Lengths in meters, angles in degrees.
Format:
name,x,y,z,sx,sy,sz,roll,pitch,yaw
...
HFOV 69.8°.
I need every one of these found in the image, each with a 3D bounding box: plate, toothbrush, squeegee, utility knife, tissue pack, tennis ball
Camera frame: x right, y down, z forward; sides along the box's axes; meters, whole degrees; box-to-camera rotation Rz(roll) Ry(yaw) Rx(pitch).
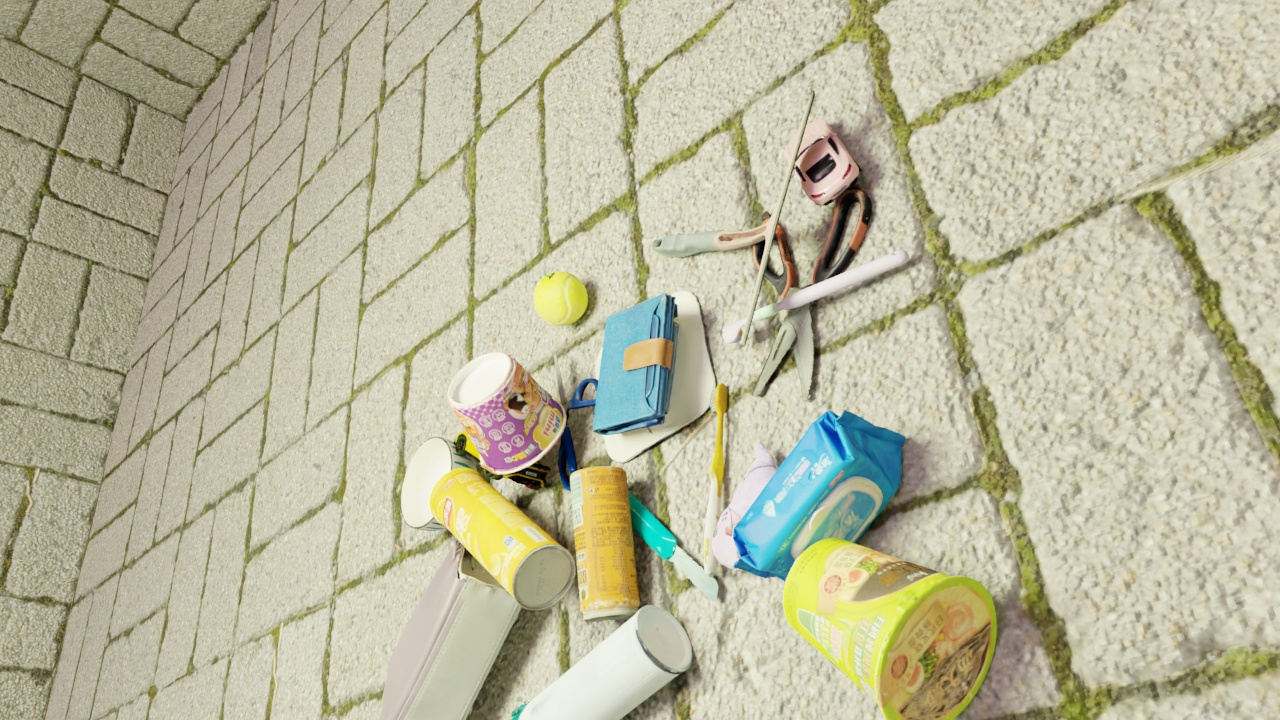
name,x,y,z,sx,sy,sz,roll,pitch,yaw
plate,0.002,0.012,0.979,0.165,0.034,0.163,-34,49,31
toothbrush,0.069,0.110,0.866,0.018,0.016,0.191,-29,48,51
squeegee,0.083,-0.126,0.939,0.250,0.040,0.247,2,74,62
utility knife,0.013,0.171,0.905,0.223,0.013,0.029,36,99,52
tissue pack,0.144,0.113,0.726,0.157,0.095,0.052,-55,42,10
tennis ball,-0.096,-0.074,1.105,0.066,0.065,0.065,-24,55,39
toothbrush,0.156,-0.057,0.833,0.190,0.021,0.029,-24,27,34

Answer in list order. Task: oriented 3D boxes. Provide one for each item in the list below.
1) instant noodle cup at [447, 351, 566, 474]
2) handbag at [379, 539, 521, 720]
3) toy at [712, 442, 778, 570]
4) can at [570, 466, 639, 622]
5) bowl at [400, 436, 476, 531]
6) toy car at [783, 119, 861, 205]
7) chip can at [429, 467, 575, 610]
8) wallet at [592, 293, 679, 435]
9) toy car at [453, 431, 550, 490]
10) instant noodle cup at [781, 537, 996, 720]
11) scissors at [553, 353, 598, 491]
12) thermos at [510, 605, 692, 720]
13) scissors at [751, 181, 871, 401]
name,x,y,z,sx,sy,sz,roll,pitch,yaw
instant noodle cup,-0.151,0.052,1.005,0.112,0.099,0.111,-18,39,15
handbag,-0.207,0.306,1.016,0.197,0.098,0.145,-63,23,5
toy,0.101,0.137,0.803,0.108,0.039,0.084,-59,35,8
can,-0.036,0.180,0.906,0.058,0.058,0.145,-24,64,39
bowl,-0.243,0.159,1.151,0.117,0.066,0.116,-24,56,40
toy car,0.170,-0.193,0.879,0.056,0.037,0.122,-38,36,19
chip can,-0.150,0.182,0.969,0.213,0.072,0.072,24,90,52
wallet,-0.006,0.005,0.936,0.107,0.040,0.133,-18,59,47
toy car,-0.168,0.113,1.089,0.156,0.071,0.041,20,88,51
instant noodle cup,0.168,0.185,0.660,0.123,0.111,0.111,20,87,58
scissors,-0.081,0.061,1.039,0.163,0.012,0.172,-48,45,49
thermos,-0.051,0.316,0.863,0.225,0.073,0.073,-45,44,24
scissors,0.154,-0.071,0.868,0.189,0.015,0.226,-41,47,27
